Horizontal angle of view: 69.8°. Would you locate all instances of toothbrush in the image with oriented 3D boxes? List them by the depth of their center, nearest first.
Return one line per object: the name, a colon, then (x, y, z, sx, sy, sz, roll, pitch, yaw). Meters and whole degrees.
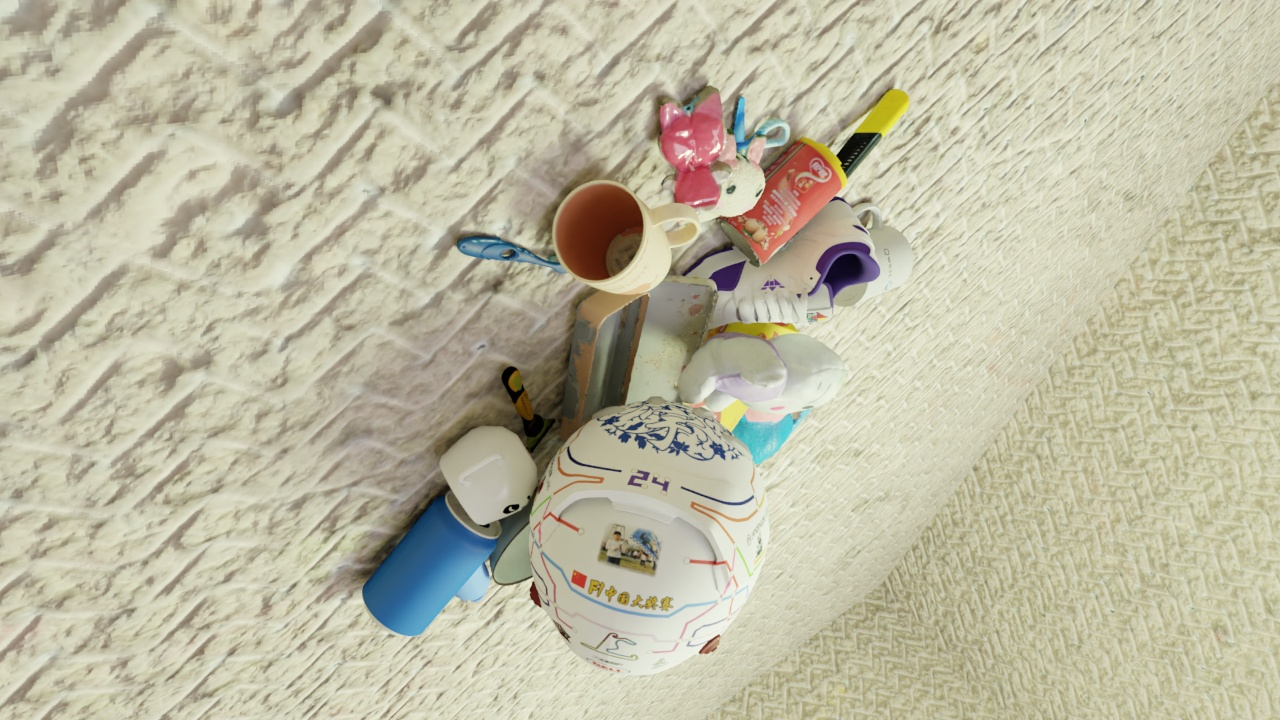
toothbrush: (-0.102, -0.086, 0.750, 0.132, 0.016, 0.021, 6, 124, -53)

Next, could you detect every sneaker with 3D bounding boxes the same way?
sneaker: (0.145, -0.072, 0.974, 0.244, 0.111, 0.092, -29, 148, -4)

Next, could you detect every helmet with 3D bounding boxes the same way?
helmet: (0.013, 0.154, 0.911, 0.314, 0.231, 0.236, -48, 151, -75)

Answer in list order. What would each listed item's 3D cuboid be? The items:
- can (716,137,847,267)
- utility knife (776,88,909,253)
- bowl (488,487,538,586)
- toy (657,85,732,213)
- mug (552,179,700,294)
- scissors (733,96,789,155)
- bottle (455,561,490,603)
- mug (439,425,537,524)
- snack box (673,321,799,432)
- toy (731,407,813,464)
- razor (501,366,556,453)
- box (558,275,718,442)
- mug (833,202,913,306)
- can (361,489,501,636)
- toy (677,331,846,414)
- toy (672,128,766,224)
can: (0.142, -0.160, 0.921, 0.124, 0.066, 0.066, -44, 153, -1)
utility knife: (0.205, -0.197, 0.963, 0.233, 0.029, 0.020, -49, 151, -9)
bowl: (-0.123, 0.190, 1.063, 0.150, 0.057, 0.151, -33, 151, -22)
toy: (0.041, -0.177, 0.780, 0.065, 0.050, 0.102, -17, 109, -23)
mug: (-0.004, -0.101, 0.772, 0.112, 0.085, 0.104, -19, 168, 14)
scissors: (0.096, -0.198, 0.863, 0.130, 0.014, 0.125, -33, 150, -20)
bottle: (-0.198, 0.248, 1.052, 0.048, 0.048, 0.131, -34, 151, -19)
mug: (-0.142, 0.103, 0.868, 0.076, 0.090, 0.124, -32, 170, -7)
snack box: (0.096, 0.022, 1.107, 0.092, 0.042, 0.201, 16, 119, -30)
toy: (0.167, 0.062, 1.234, 0.223, 0.099, 0.192, -10, 134, -30)
razor: (-0.114, 0.045, 0.910, 0.044, 0.021, 0.144, -54, 159, -22)
box: (-0.007, 0.003, 0.953, 0.156, 0.071, 0.217, -8, 140, -18)
mug: (0.277, -0.136, 1.141, 0.096, 0.083, 0.120, -21, 118, -38)
can: (-0.214, 0.208, 0.939, 0.146, 0.079, 0.079, -49, 153, 10)
toy: (0.130, 0.014, 0.989, 0.138, 0.085, 0.209, -15, 168, 31)
toy: (0.077, -0.159, 0.840, 0.087, 0.050, 0.112, -1, 129, -47)
